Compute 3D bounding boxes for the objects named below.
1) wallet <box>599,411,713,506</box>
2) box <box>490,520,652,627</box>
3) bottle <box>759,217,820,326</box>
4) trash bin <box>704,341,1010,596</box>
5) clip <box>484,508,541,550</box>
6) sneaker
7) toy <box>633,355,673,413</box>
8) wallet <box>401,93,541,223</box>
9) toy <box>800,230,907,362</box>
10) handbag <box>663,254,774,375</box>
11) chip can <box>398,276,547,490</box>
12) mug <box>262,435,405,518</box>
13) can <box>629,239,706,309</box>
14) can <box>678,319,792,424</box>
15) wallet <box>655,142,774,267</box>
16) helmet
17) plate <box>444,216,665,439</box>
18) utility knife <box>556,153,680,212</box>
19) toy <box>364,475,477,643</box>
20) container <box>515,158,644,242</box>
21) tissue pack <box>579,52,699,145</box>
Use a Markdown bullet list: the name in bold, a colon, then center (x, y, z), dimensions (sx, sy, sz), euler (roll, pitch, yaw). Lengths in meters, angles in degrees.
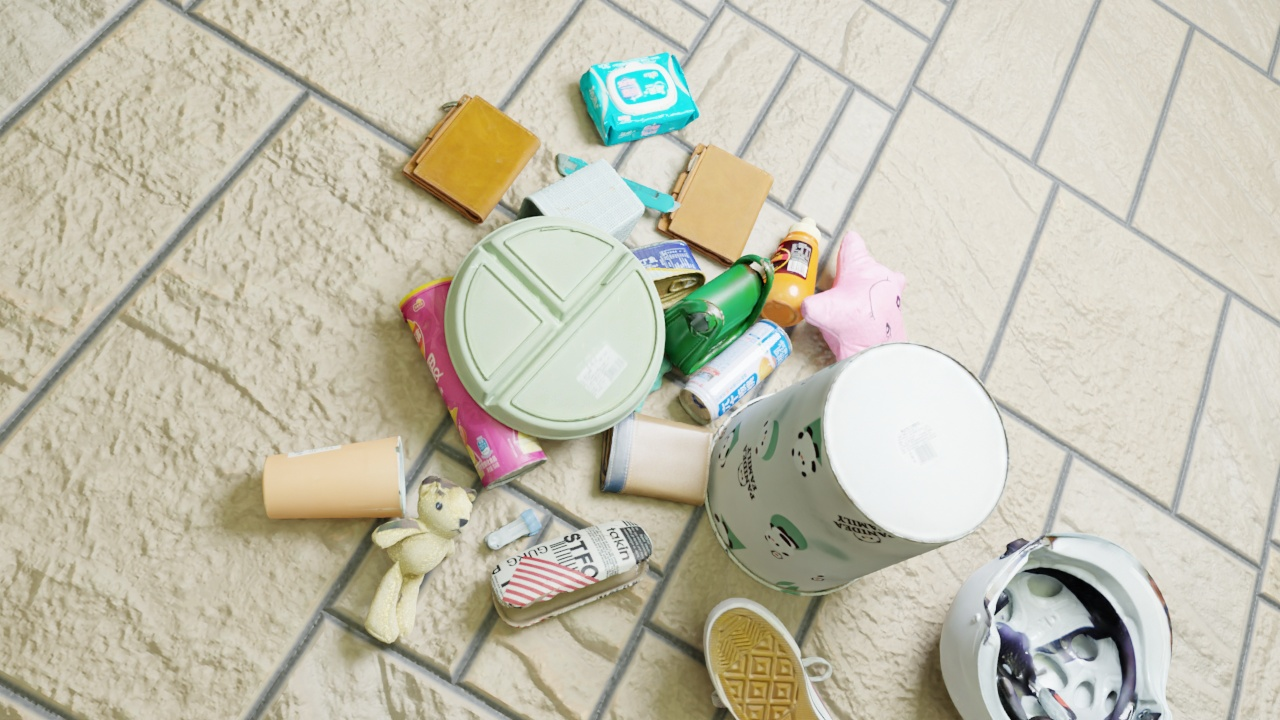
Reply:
- **wallet**: center (0.017, 0.103, 0.977), dimensions (0.115, 0.033, 0.090), euler (11, 71, -13)
- **box**: center (-0.068, 0.212, 0.911), dimensions (0.163, 0.082, 0.075), euler (-19, 44, -20)
- **bottle**: center (0.181, -0.111, 1.084), dimensions (0.067, 0.067, 0.149), euler (26, 59, -6)
- **trash bin**: center (0.209, 0.105, 0.909), dimensions (0.229, 0.252, 0.229), euler (5, 70, -14)
- **clip**: center (-0.129, 0.172, 0.919), dimensions (0.058, 0.038, 0.026), euler (-26, 82, -24)
- **sneaker**: center (0.133, 0.324, 0.903), dimensions (0.118, 0.088, 0.241), euler (-34, 104, -1)
- **toy**: center (-0.006, 0.006, 0.996), dimensions (0.092, 0.030, 0.096), euler (26, 77, -28)
- **wallet**: center (-0.193, -0.234, 1.031), dimensions (0.119, 0.035, 0.130), euler (32, 65, -3)
- **toy**: center (0.269, -0.052, 1.078), dimensions (0.178, 0.075, 0.194), euler (52, 52, -18)
- **handbag**: center (0.082, -0.051, 0.996), dimensions (0.131, 0.120, 0.068), euler (-35, 83, -33)
- **chip can**: center (-0.169, 0.022, 0.929), dimensions (0.071, 0.072, 0.210), euler (-23, 79, -22)
- **mug**: center (-0.286, 0.114, 0.864), dimensions (0.122, 0.078, 0.078), euler (-3, 72, -12)
- **can**: center (-0.003, -0.085, 1.011), dimensions (0.148, 0.075, 0.049), euler (-18, 66, -20)
- **can**: center (0.106, 0.013, 1.020), dimensions (0.134, 0.053, 0.053), euler (-39, 85, -24)
- **wallet**: center (0.090, -0.188, 1.097), dimensions (0.108, 0.031, 0.131), euler (26, 70, -4)
- **helmet**: center (0.417, 0.305, 0.958), dimensions (0.257, 0.146, 0.229), euler (-35, 85, -32)
- **plate**: center (-0.078, -0.037, 0.912), dimensions (0.230, 0.028, 0.230), euler (4, 79, -19)
- **utility knife**: center (-0.028, -0.206, 1.068), dimensions (0.157, 0.013, 0.029), euler (21, 72, 3)
- **toy**: center (-0.205, 0.184, 0.850), dimensions (0.105, 0.066, 0.157), euler (28, 85, -51)
- **container**: center (-0.065, -0.154, 1.012), dimensions (0.111, 0.090, 0.090), euler (-36, 85, -27)
- **tissue pack**: center (-0.001, -0.317, 1.106), dimensions (0.133, 0.050, 0.093), euler (-18, 76, -21)
